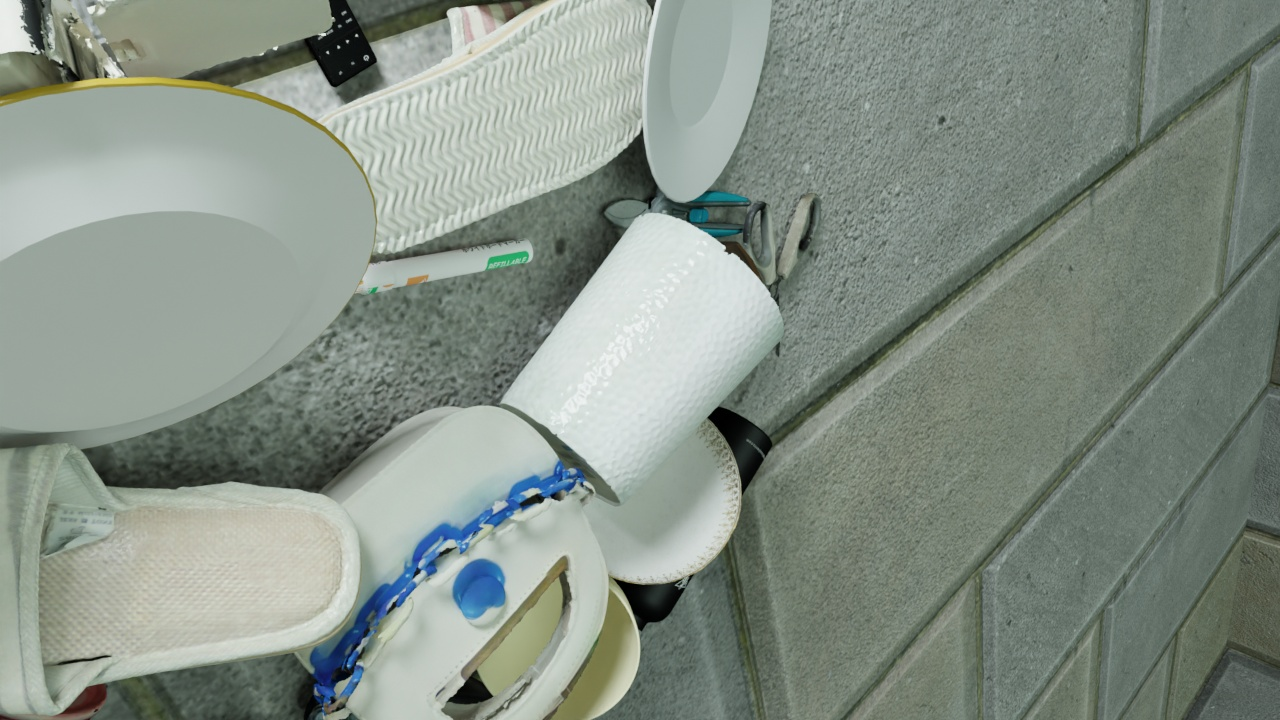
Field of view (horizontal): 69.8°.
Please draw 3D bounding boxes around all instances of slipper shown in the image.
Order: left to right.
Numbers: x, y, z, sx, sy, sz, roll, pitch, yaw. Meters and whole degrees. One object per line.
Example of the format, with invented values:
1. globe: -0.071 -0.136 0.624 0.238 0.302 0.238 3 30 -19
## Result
1. slipper: -0.259 0.095 0.406 0.272 0.054 0.114 7 74 -29
2. slipper: -0.087 -0.149 0.543 0.262 0.052 0.115 -38 126 -33

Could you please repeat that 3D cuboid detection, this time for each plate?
1. plate: -0.216 -0.021 0.386 0.229 0.021 0.230 -30 160 -12
2. plate: 0.045 -0.214 0.633 0.207 0.015 0.209 -50 150 -44

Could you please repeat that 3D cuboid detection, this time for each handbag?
1. handbag: -0.104 0.140 0.549 0.200 0.093 0.199 -46 106 -25

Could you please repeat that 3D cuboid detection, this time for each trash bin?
1. trash bin: -0.004 0.004 0.622 0.161 0.133 0.133 -50 132 -17

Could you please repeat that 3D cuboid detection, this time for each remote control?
1. remote control: -0.179 -0.209 0.462 0.030 0.009 0.140 -43 130 -25

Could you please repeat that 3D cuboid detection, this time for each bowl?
1. bowl: -0.056 0.192 0.669 0.074 0.118 0.118 -63 163 -80
2. bowl: -0.002 0.099 0.682 0.145 0.145 0.063 -47 168 -22

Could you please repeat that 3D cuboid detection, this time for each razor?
1. razor: -0.150 0.229 0.604 0.140 0.064 0.053 25 88 -43

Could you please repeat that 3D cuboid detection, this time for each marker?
1. marker: -0.129 -0.056 0.560 0.145 0.017 0.017 -17 115 -40

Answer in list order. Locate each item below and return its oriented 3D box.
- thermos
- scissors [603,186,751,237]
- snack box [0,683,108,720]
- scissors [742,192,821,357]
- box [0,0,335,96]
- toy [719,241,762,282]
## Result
1. thermos: 0.023 0.148 0.746 0.231 0.061 0.061 -56 134 -14
2. scissors: 0.033 -0.117 0.694 0.139 0.019 0.136 -55 132 -13
3. snack box: -0.316 0.203 0.431 0.072 0.072 0.121 31 83 -45
4. scissors: 0.117 -0.077 0.785 0.170 0.013 0.157 -61 144 -15
5. box: -0.213 -0.132 0.350 0.183 0.144 0.099 -13 87 -16
6. toy: 0.066 -0.044 0.724 0.076 0.063 0.100 -55 139 -71
